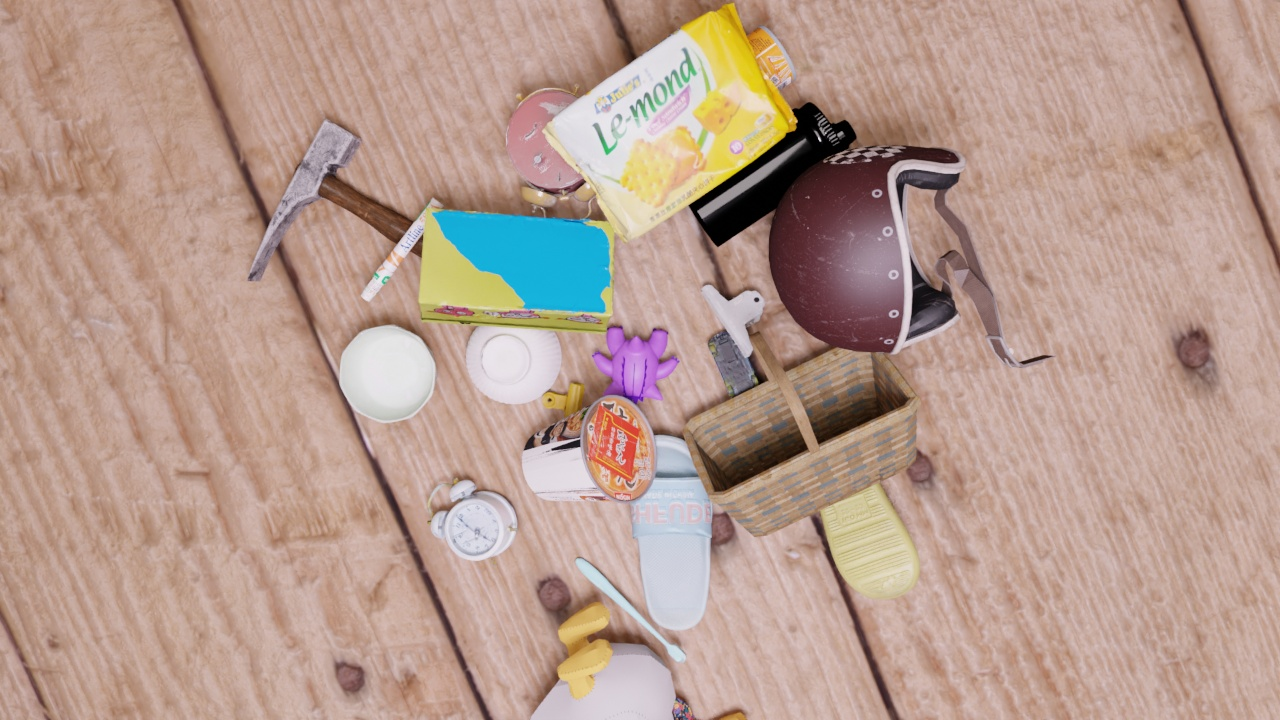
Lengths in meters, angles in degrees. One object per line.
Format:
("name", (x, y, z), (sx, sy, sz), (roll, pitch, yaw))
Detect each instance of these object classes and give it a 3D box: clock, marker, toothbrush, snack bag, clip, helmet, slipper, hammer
("clock", (-0.208, 0.196, 1.126), (0.117, 0.057, 0.083), (32, 95, 8))
("marker", (-0.284, -0.131, 1.090), (0.017, 0.017, 0.145), (38, 95, 0))
("toothbrush", (-0.013, 0.305, 1.127), (0.180, 0.016, 0.016), (40, 95, 12))
("snack bag", (0.036, -0.255, 0.999), (0.247, 0.068, 0.159), (-33, 99, 4))
("clip", (-0.095, 0.051, 1.124), (0.049, 0.044, 0.054), (7, 96, -23))
("helmet", (0.269, -0.115, 0.994), (0.253, 0.233, 0.234), (-15, 120, -9))
("slipper", (0.039, 0.210, 1.105), (0.104, 0.074, 0.245), (-4, 95, 2))
("clip", (0.121, -0.060, 1.091), (0.056, 0.046, 0.101), (-32, 73, -3))
("slipper", (0.264, 0.192, 1.093), (0.092, 0.081, 0.190), (-27, 66, 14))
("hammer", (-0.306, -0.123, 1.118), (0.300, 0.037, 0.218), (31, 95, 0))
("clock", (-0.096, -0.238, 1.076), (0.117, 0.081, 0.159), (-8, 93, 3))

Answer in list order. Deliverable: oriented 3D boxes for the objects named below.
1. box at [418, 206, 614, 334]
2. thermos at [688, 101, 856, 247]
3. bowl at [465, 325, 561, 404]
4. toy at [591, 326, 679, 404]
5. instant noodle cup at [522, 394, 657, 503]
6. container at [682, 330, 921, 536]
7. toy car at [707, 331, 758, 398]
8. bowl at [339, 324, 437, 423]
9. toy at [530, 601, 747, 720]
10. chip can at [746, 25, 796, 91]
("box", (-0.140, -0.101, 1.060), (0.221, 0.082, 0.124), (2, 77, -10))
("thermos", (0.150, -0.222, 1.062), (0.199, 0.086, 0.086), (-33, 92, 5))
("bowl", (-0.157, -0.003, 1.105), (0.118, 0.062, 0.118), (0, 94, 3))
("toy", (-0.007, 0.007, 1.101), (0.106, 0.056, 0.088), (4, 98, 1))
("instant noodle cup", (-0.066, 0.113, 1.070), (0.122, 0.123, 0.123), (-17, 93, 40))
("container", (0.172, 0.063, 1.027), (0.250, 0.157, 0.186), (-26, 123, 4))
("toy car", (0.113, 0.008, 1.109), (0.038, 0.027, 0.089), (-23, 87, -1))
("bowl", (-0.299, 0.014, 1.114), (0.117, 0.061, 0.117), (0, 94, 3))
("toy", (-0.015, 0.427, 1.098), (0.247, 0.140, 0.267), (-27, 109, 6))
("chip can", (0.071, -0.293, 1.067), (0.215, 0.075, 0.075), (-35, 92, 5))
